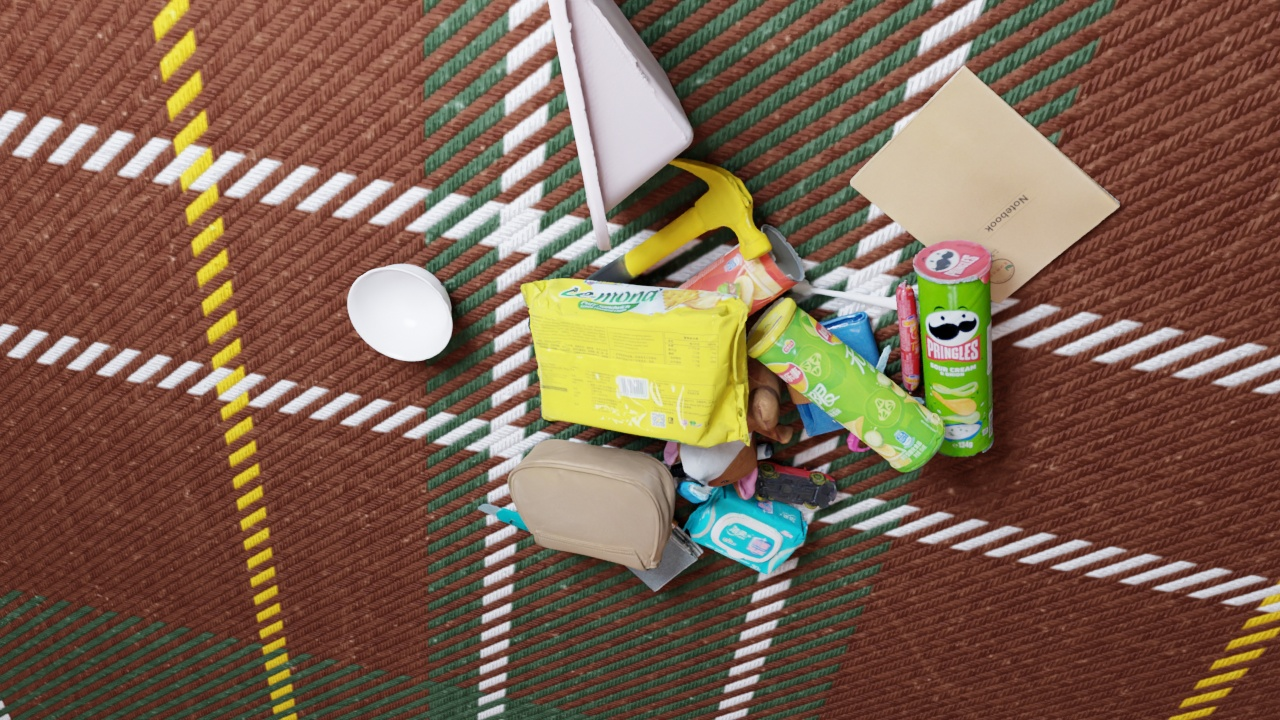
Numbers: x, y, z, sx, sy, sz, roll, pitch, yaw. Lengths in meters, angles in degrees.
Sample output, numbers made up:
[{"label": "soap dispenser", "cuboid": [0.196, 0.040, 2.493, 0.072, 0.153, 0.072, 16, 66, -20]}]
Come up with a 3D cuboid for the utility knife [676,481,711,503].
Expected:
[{"label": "utility knife", "cuboid": [0.064, 0.151, 1.051, 0.034, 0.218, 0.018, 35, 82, 3]}]

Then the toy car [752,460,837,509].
[{"label": "toy car", "cuboid": [0.183, 0.150, 1.107, 0.106, 0.031, 0.049, 10, 126, 5]}]

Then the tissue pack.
[{"label": "tissue pack", "cuboid": [0.130, 0.206, 1.145, 0.133, 0.050, 0.093, 25, 126, -6]}]

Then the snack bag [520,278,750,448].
[{"label": "snack bag", "cuboid": [-0.005, 0.005, 0.932, 0.247, 0.068, 0.158, 7, 116, 24]}]

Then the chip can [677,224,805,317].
[{"label": "chip can", "cuboid": [0.066, -0.055, 0.966, 0.217, 0.073, 0.073, -36, 111, 28]}]

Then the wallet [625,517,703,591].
[{"label": "wallet", "cuboid": [0.006, 0.228, 1.190, 0.129, 0.036, 0.107, 43, 121, -5]}]

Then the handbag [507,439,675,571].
[{"label": "handbag", "cuboid": [-0.053, 0.170, 1.117, 0.205, 0.099, 0.148, 8, 118, 25]}]

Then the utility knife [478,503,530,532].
[{"label": "utility knife", "cuboid": [-0.135, 0.227, 1.232, 0.176, 0.013, 0.029, 22, 124, -4]}]

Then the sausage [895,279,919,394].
[{"label": "sausage", "cuboid": [0.284, -0.022, 0.968, 0.020, 0.020, 0.156, -6, 130, 14]}]

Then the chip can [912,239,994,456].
[{"label": "chip can", "cuboid": [0.325, -0.006, 0.939, 0.072, 0.072, 0.236, -6, 127, 15]}]

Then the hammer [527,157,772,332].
[{"label": "hammer", "cuboid": [-0.010, -0.100, 0.952, 0.302, 0.032, 0.128, -31, 85, 34]}]

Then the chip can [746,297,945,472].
[{"label": "chip can", "cuboid": [0.212, 0.028, 0.940, 0.221, 0.072, 0.073, 37, 123, -9]}]

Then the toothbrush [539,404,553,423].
[{"label": "toothbrush", "cuboid": [-0.114, 0.012, 1.057, 0.018, 0.014, 0.189, 13, 140, 12]}]

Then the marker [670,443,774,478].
[{"label": "marker", "cuboid": [0.099, 0.122, 1.114, 0.131, 0.018, 0.022, -15, 145, 20]}]

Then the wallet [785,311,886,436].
[{"label": "wallet", "cuboid": [0.214, 0.017, 1.009, 0.106, 0.040, 0.133, -16, 119, 15]}]

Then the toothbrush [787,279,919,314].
[{"label": "toothbrush", "cuboid": [0.242, -0.065, 0.961, 0.180, 0.016, 0.016, 10, 130, 1]}]

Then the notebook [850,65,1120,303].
[{"label": "notebook", "cuboid": [0.328, -0.161, 0.881, 0.207, 0.008, 0.148, 35, 123, -13]}]

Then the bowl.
[{"label": "bowl", "cuboid": [-0.258, -0.065, 1.023, 0.118, 0.064, 0.118, 5, 125, 7]}]

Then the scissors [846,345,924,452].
[{"label": "scissors", "cuboid": [0.244, 0.043, 0.994, 0.133, 0.017, 0.134, 6, 113, -9]}]

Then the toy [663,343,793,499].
[{"label": "toy", "cuboid": [0.091, 0.077, 1.022, 0.140, 0.130, 0.200, 32, 143, 13]}]

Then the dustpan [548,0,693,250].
[{"label": "dustpan", "cuboid": [-0.061, -0.233, 0.778, 0.139, 0.222, 0.273, -34, 120, 15]}]
